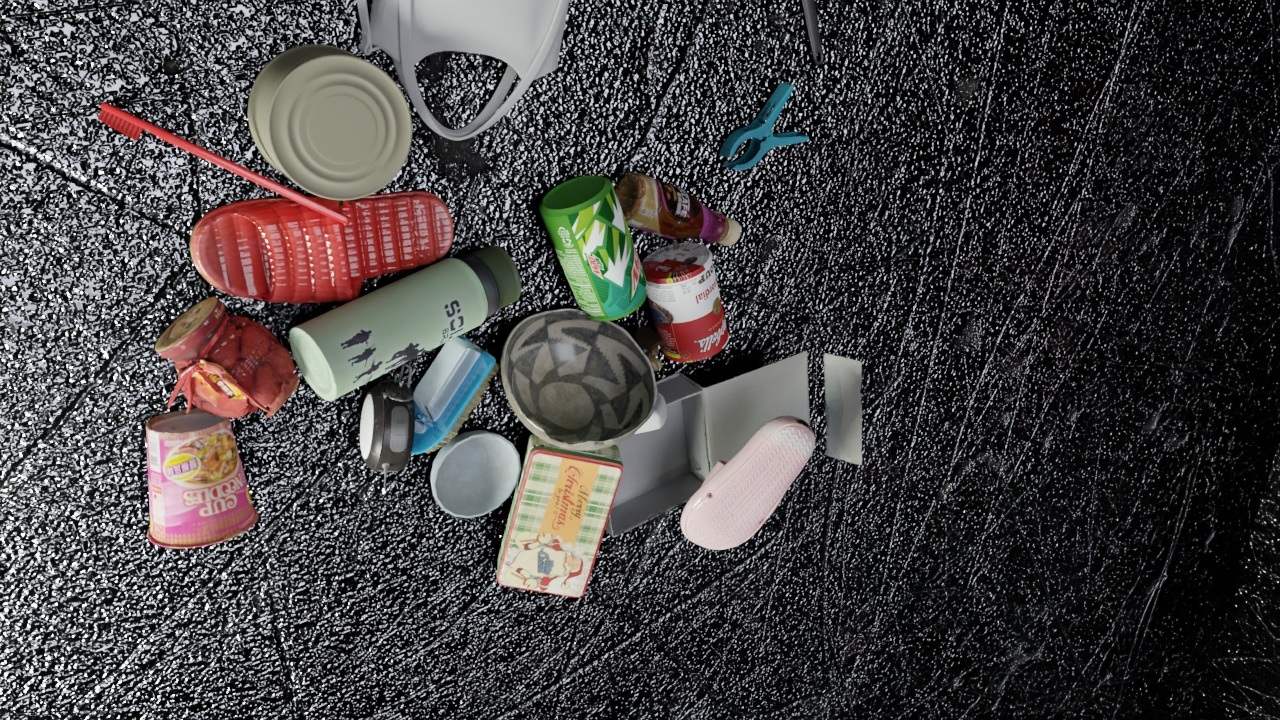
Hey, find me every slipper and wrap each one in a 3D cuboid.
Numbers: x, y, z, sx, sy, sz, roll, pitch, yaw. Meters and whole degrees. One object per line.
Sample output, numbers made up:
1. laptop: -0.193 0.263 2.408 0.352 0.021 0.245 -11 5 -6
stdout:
1. slipper: -0.288 -0.107 0.869 0.248 0.059 0.104 -12 117 -31
2. slipper: 0.130 0.152 1.147 0.106 0.055 0.222 26 114 -27

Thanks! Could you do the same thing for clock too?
1. clock: -0.263 0.063 0.946 0.043 0.091 0.123 5 92 -26

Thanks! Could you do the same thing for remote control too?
1. remote control: -0.026 0.062 1.090 0.114 0.060 0.028 -4 127 8

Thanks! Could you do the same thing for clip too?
1. clip: 0.143 -0.278 1.100 0.119 0.027 0.102 -39 125 -13

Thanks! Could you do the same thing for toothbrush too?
1. toothbrush: -0.355 -0.162 0.791 0.212 0.012 0.018 25 96 -22

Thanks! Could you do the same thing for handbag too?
1. handbag: -0.172 -0.316 0.856 0.215 0.095 0.223 -3 125 -32

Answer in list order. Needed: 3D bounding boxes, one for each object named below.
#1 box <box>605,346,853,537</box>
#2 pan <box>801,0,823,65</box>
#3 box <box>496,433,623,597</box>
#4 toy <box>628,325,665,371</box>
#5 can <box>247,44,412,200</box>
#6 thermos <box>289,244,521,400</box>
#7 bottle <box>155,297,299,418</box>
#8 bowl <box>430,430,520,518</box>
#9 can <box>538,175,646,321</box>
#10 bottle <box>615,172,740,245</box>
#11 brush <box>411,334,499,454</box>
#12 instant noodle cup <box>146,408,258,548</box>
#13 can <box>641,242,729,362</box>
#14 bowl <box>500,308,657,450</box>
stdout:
1. box: 0.100 0.097 1.199 0.367 0.098 0.166 -19 121 -18
2. pan: 0.170 -0.499 1.018 0.198 0.021 0.357 -33 126 -17
3. box: -0.099 0.188 1.101 0.117 0.051 0.206 12 114 -15
4. toy: -0.007 0.007 1.112 0.062 0.076 0.100 17 128 -11
5. can: -0.275 -0.212 0.818 0.127 0.073 0.128 -14 119 -28
6. thermos: -0.224 -0.045 0.907 0.230 0.082 0.082 -33 127 -36
7. bottle: -0.377 0.008 0.840 0.099 0.099 0.111 -43 124 -10
8. bowl: -0.194 0.124 1.052 0.106 0.039 0.106 -14 119 -28
9. can: -0.049 -0.122 1.006 0.083 0.083 0.144 -33 126 -17
10. bottle: 0.047 -0.167 1.064 0.165 0.060 0.060 12 104 -37
11. brush: -0.212 0.040 0.975 0.136 0.055 0.075 -57 162 1
12. instant noodle cup: -0.418 0.106 0.865 0.097 0.098 0.109 -10 109 -30
13. can: 0.053 -0.069 1.097 0.086 0.087 0.116 -29 125 -20
14. bowl: -0.077 0.033 1.032 0.178 0.178 0.081 -10 153 -30
